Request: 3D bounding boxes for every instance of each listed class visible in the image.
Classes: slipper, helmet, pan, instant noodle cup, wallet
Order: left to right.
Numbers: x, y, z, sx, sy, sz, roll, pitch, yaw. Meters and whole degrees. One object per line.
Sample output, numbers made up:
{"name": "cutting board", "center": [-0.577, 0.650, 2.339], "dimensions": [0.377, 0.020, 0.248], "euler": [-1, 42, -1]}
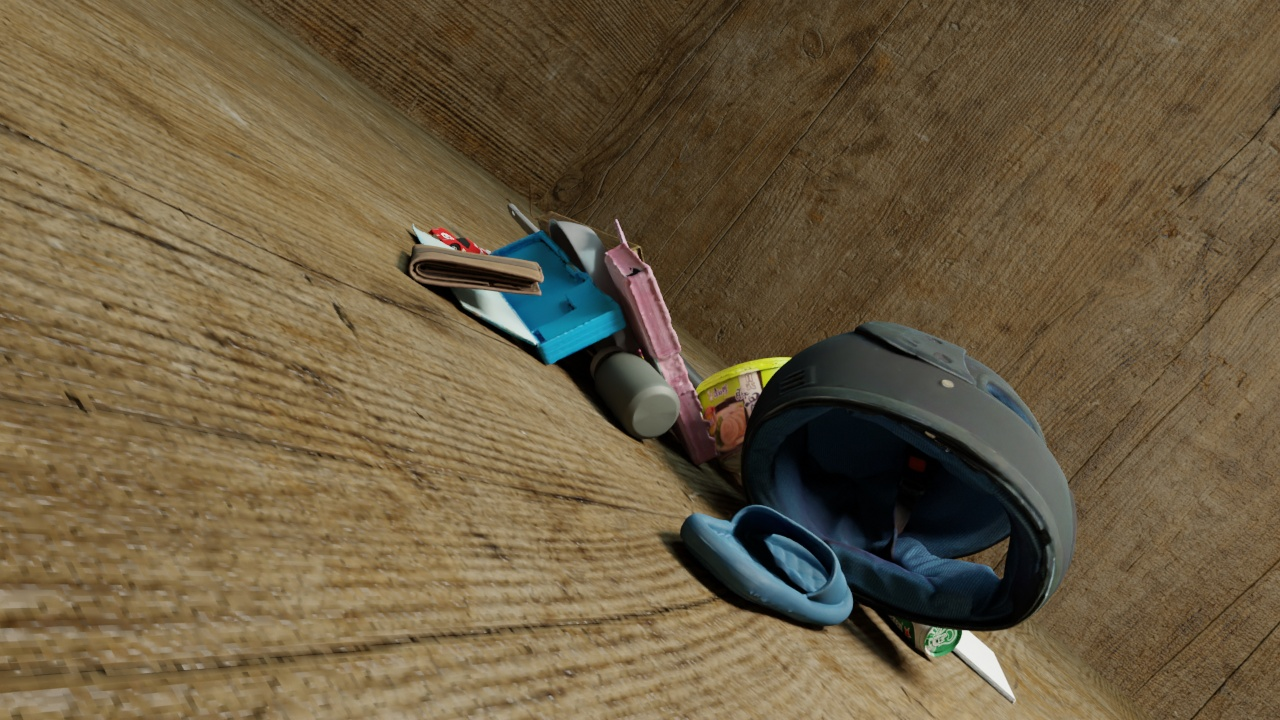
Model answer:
{"name": "wallet", "center": [-0.152, -0.086, 0.849], "dimensions": [0.121, 0.027, 0.098], "euler": [6, 14, -13]}
{"name": "pan", "center": [-0.087, -0.116, 1.119], "dimensions": [0.356, 0.050, 0.201], "euler": [55, -15, 47]}
{"name": "instant noodle cup", "center": [0.139, 0.067, 1.064], "dimensions": [0.146, 0.146, 0.097], "euler": [28, 46, -59]}
{"name": "slipper", "center": [0.100, 0.143, 0.681], "dimensions": [0.104, 0.059, 0.213], "euler": [40, 7, 36]}
{"name": "helmet", "center": [0.263, 0.098, 0.876], "dimensions": [0.317, 0.249, 0.235], "euler": [20, 25, 32]}

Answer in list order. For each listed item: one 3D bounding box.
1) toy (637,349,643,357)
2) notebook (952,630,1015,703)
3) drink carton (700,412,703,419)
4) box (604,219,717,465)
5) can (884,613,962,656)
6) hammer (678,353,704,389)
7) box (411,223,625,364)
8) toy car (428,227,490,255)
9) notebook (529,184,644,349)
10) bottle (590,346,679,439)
{"name": "toy", "center": [-0.007, 0.007, 1.162], "dimensions": [0.094, 0.041, 0.095], "euler": [32, 5, -13]}
{"name": "notebook", "center": [0.387, 0.336, 1.166], "dimensions": [0.178, 0.013, 0.245], "euler": [41, 6, 15]}
{"name": "drink carton", "center": [0.073, 0.074, 1.197], "dimensions": [0.069, 0.039, 0.122], "euler": [41, 12, 17]}
{"name": "box", "center": [0.015, -0.021, 0.978], "dimensions": [0.179, 0.039, 0.233], "euler": [-114, -178, -63]}
{"name": "can", "center": [0.280, 0.254, 0.939], "dimensions": [0.053, 0.053, 0.101], "euler": [35, 6, -27]}
{"name": "hammer", "center": [0.092, 0.053, 1.190], "dimensions": [0.311, 0.030, 0.124], "euler": [48, 20, 11]}
{"name": "box", "center": [-0.136, -0.071, 0.954], "dimensions": [0.170, 0.071, 0.243], "euler": [-1, 25, -25]}
{"name": "toy car", "center": [-0.206, -0.130, 1.076], "dimensions": [0.038, 0.025, 0.089], "euler": [43, 7, 38]}
{"name": "notebook", "center": [-0.059, -0.120, 1.167], "dimensions": [0.215, 0.034, 0.190], "euler": [28, -37, 50]}
{"name": "bottle", "center": [-0.009, 0.028, 0.890], "dimensions": [0.060, 0.060, 0.108], "euler": [34, 7, -36]}
